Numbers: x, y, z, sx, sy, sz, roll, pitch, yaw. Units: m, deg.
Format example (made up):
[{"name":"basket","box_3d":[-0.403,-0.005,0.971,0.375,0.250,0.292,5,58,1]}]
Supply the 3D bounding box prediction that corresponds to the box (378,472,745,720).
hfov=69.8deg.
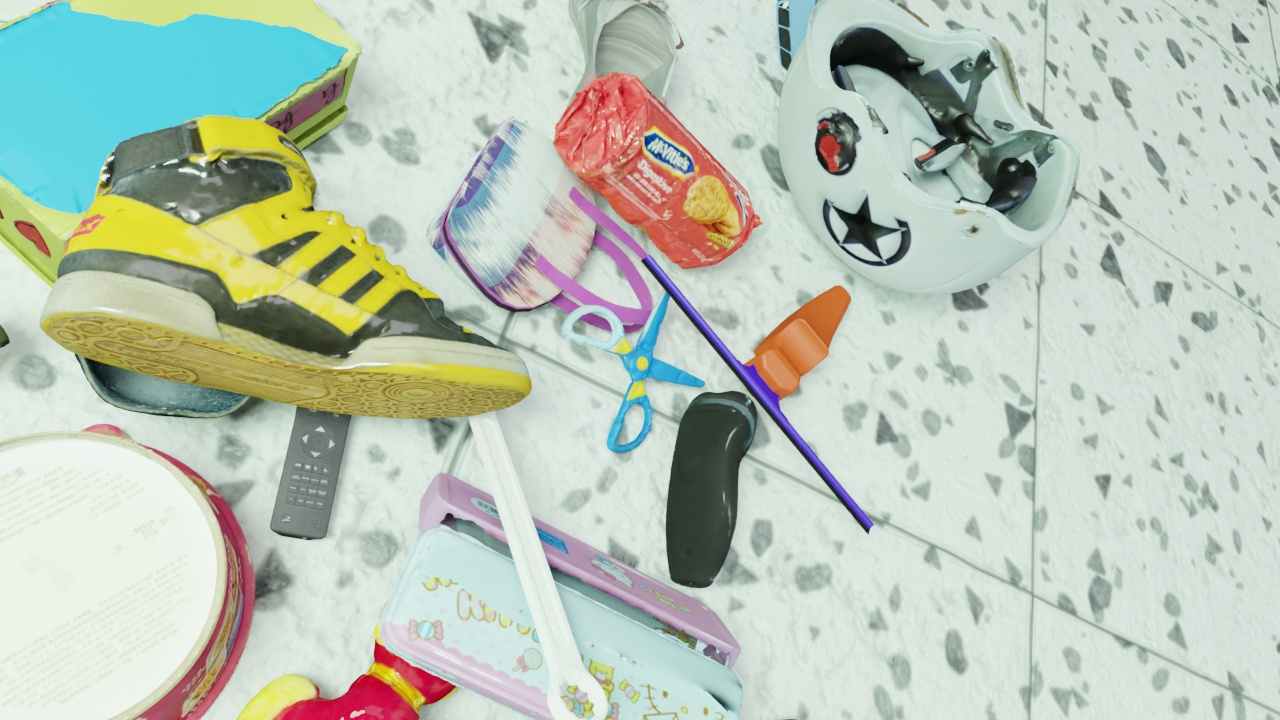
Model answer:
[{"name":"box","box_3d":[-0.035,0.147,0.524,0.214,0.051,0.148,30,23,-15]}]

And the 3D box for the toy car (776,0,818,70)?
[{"name":"toy car","box_3d":[0.152,-0.322,0.830,0.055,0.153,0.056,20,62,22]}]

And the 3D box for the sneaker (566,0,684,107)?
[{"name":"sneaker","box_3d":[-0.007,-0.262,0.734,0.099,0.090,0.235,14,63,-24]}]

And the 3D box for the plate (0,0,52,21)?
[{"name":"plate","box_3d":[-0.394,-0.277,0.569,0.156,0.014,0.156,11,64,-24]}]

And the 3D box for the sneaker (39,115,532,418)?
[{"name":"sneaker","box_3d":[-0.169,-0.044,0.488,0.238,0.086,0.122,13,65,-33]}]

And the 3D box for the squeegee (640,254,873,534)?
[{"name":"squeegee","box_3d":[0.120,-0.011,0.713,0.249,0.055,0.184,50,46,-2]}]

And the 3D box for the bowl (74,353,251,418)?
[{"name":"bowl","box_3d":[-0.257,-0.013,0.499,0.110,0.055,0.110,19,58,-33]}]

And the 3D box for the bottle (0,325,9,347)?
[{"name":"bottle","box_3d":[-0.383,0.040,0.399,0.071,0.072,0.206,46,54,-4]}]

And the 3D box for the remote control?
[{"name":"remote control","box_3d":[-0.190,0.038,0.544,0.032,0.015,0.136,15,65,-23]}]

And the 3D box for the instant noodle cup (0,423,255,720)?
[{"name":"instant noodle cup","box_3d":[-0.271,0.108,0.428,0.178,0.078,0.178,12,63,-25]}]

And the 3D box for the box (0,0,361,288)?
[{"name":"box","box_3d":[-0.287,-0.150,0.537,0.124,0.082,0.220,42,58,-6]}]

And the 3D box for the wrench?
[{"name":"wrench","box_3d":[-0.073,0.081,0.518,0.047,0.009,0.273,15,34,-38]}]

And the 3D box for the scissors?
[{"name":"scissors","box_3d":[-0.005,0.002,0.644,0.130,0.014,0.125,32,73,-33]}]

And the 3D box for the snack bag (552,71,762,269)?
[{"name":"snack bag","box_3d":[0.012,-0.132,0.667,0.176,0.082,0.082,34,53,-41]}]

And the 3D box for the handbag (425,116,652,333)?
[{"name":"handbag","box_3d":[-0.054,-0.082,0.652,0.170,0.068,0.144,34,55,-20]}]

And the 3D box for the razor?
[{"name":"razor","box_3d":[0.049,0.089,0.640,0.063,0.053,0.140,39,55,-50]}]

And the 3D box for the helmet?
[{"name":"helmet","box_3d":[0.215,-0.171,0.776,0.264,0.164,0.235,48,50,5]}]

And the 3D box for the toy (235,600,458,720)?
[{"name":"toy","box_3d":[-0.141,0.187,0.475,0.105,0.067,0.137,35,53,14]}]
